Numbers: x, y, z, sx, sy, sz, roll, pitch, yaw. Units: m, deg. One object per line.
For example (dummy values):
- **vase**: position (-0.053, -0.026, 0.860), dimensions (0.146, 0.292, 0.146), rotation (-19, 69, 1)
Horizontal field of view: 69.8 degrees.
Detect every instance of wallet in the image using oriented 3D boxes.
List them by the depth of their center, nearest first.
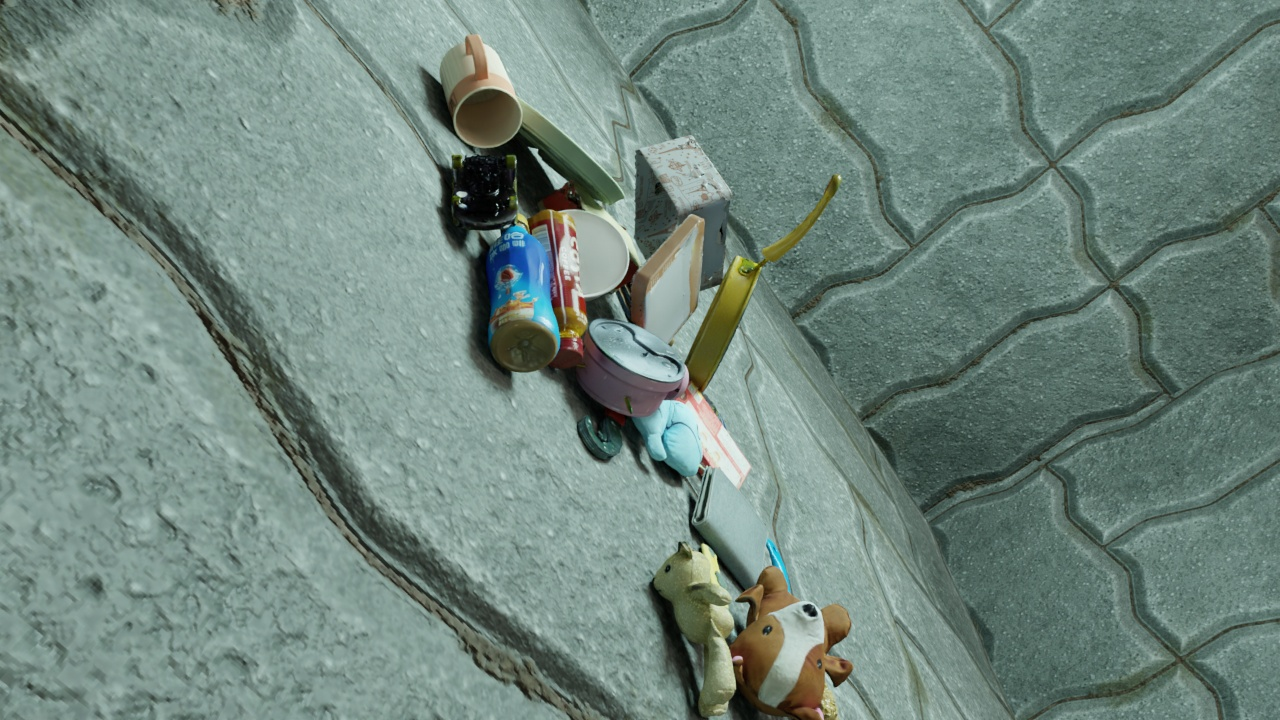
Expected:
- **wallet**: position (0.109, 0.203, 1.120), dimensions (0.130, 0.037, 0.106), rotation (53, 32, -25)
- **wallet**: position (0.009, -0.074, 1.367), dimensions (0.115, 0.033, 0.090), rotation (35, 30, -58)

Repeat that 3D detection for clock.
- **clock**: position (-0.006, 0.006, 1.020), dimensions (0.117, 0.060, 0.158), rotation (36, 26, 17)

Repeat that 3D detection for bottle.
- **bottle**: position (-0.119, -0.078, 0.904), dimensions (0.065, 0.065, 0.218), rotation (47, 19, -36)
- **bottle**: position (-0.090, -0.076, 0.977), dimensions (0.057, 0.058, 0.174), rotation (37, 38, -53)

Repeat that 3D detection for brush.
- **brush**: position (0.182, 0.322, 1.100), dimensions (0.083, 0.046, 0.254), rotation (40, 29, -40)

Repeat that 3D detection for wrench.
- **wrench**: position (-0.029, 0.047, 1.043), dimensions (0.056, 0.016, 0.272), rotation (56, 16, -11)

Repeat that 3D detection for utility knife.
- **utility knife**: position (0.080, 0.238, 0.967), dimensions (0.031, 0.021, 0.204), rotation (49, 10, -9)

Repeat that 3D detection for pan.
- **pan**: position (0.155, -0.106, 1.234), dimensions (0.078, 0.358, 0.197), rotation (25, 32, 0)

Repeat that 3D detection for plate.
- **plate**: position (-0.117, -0.285, 1.236), dimensions (0.230, 0.027, 0.230), rotation (38, 1, -1)

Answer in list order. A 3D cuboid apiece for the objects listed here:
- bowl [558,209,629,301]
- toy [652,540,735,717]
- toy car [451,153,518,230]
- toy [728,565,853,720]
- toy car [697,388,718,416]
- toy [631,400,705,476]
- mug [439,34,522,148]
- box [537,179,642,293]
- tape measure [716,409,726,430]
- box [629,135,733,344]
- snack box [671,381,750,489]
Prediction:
- **bowl**: position (-0.077, -0.109, 1.073), dimensions (0.118, 0.118, 0.065), rotation (64, -22, 20)
- **toy**: position (0.054, 0.248, 0.849), dimensions (0.105, 0.066, 0.157), rotation (92, -14, -52)
- **toy car**: position (-0.164, -0.175, 0.959), dimensions (0.158, 0.070, 0.042), rotation (-101, -168, -51)
- **toy**: position (0.154, 0.295, 0.950), dimensions (0.140, 0.131, 0.199), rotation (28, 21, 14)
- **toy car**: position (0.082, 0.084, 1.290), dimensions (0.048, 0.032, 0.105), rotation (46, 29, -22)
- **toy**: position (0.037, 0.086, 1.101), dimensions (0.156, 0.050, 0.161), rotation (63, 20, -22)
- **mug**: position (-0.194, -0.332, 1.096), dimensions (0.115, 0.081, 0.105), rotation (94, -21, -51)
- **box**: position (-0.059, -0.173, 1.259), dimensions (0.168, 0.076, 0.091), rotation (38, 26, -54)
- **tape measure**: position (0.105, 0.093, 1.358), dimensions (0.054, 0.025, 0.058), rotation (47, 23, -43)
- **box**: position (0.044, -0.135, 1.155), dimensions (0.180, 0.134, 0.270), rotation (91, 5, -54)
- **snack box**: position (0.087, 0.108, 1.225), dimensions (0.153, 0.026, 0.075), rotation (55, 38, -11)
